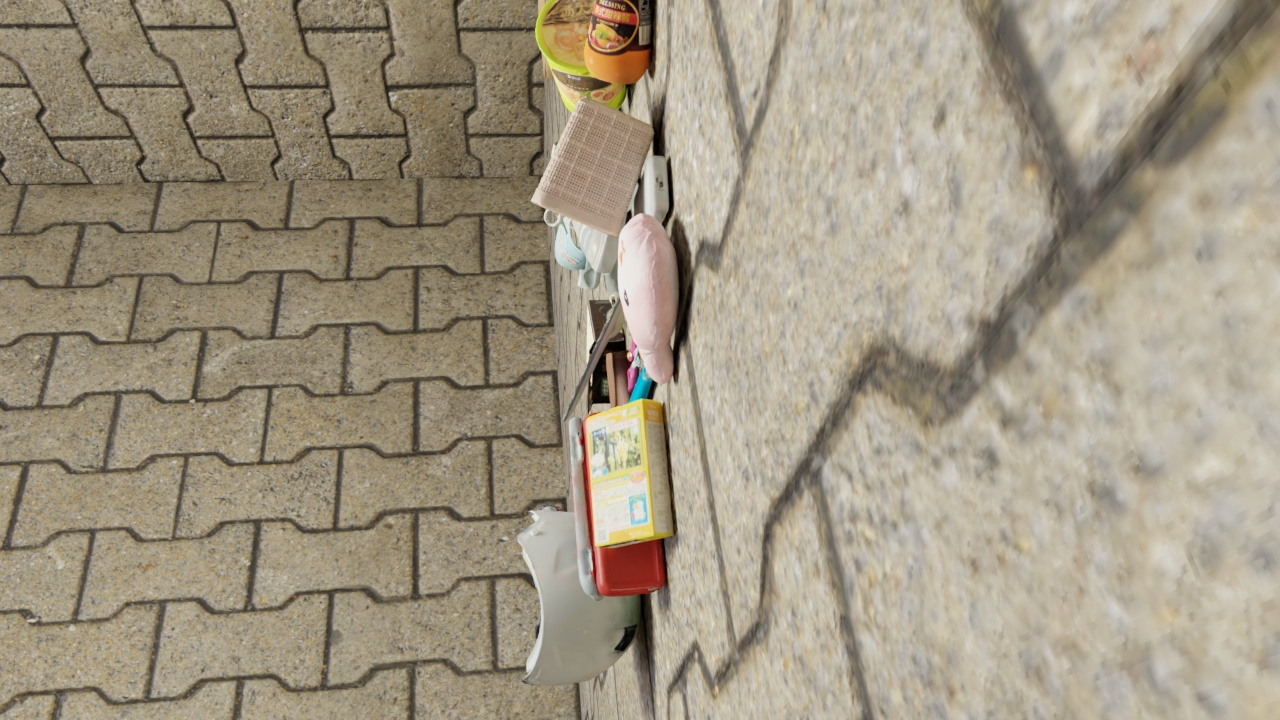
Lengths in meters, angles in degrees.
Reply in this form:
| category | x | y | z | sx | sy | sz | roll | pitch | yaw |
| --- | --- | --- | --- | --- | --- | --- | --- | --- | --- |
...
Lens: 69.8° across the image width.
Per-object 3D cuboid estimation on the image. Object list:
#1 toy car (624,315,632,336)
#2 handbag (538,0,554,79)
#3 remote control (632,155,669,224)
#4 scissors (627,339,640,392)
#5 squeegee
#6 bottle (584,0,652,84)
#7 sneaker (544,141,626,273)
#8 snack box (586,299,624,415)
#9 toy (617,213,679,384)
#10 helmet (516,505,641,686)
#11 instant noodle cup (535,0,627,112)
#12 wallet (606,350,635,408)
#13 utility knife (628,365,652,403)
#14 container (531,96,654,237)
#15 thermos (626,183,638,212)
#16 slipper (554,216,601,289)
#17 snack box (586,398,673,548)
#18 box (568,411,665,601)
| category | x | y | z | sx | sy | sz | roll | pitch | yaw |
| --- | --- | --- | --- | --- | --- | --- | --- | --- | --- |
| toy car | 0.003 | -0.063 | 0.922 | 0.042 | 0.035 | 0.091 | -104 | 16 | -51 |
| handbag | -0.093 | -0.495 | 1.283 | 0.205 | 0.100 | 0.147 | 104 | 170 | -65 |
| remote control | 0.010 | -0.151 | 0.895 | 0.136 | 0.020 | 0.056 | 126 | 141 | -78 |
| scissors | -0.006 | 0.008 | 1.044 | 0.137 | 0.017 | 0.083 | -120 | 35 | -82 |
| squeegee | -0.036 | -0.079 | 1.183 | 0.246 | 0.039 | 0.247 | -91 | 23 | -57 |
| bottle | -0.015 | -0.349 | 0.889 | 0.066 | 0.066 | 0.150 | -104 | 21 | -57 |
| sneaker | -0.074 | -0.210 | 1.182 | 0.241 | 0.090 | 0.090 | -98 | 22 | -43 |
| snack box | -0.054 | -0.006 | 1.292 | 0.125 | 0.053 | 0.113 | -104 | 14 | -52 |
| toy | 0.009 | -0.054 | 0.835 | 0.121 | 0.054 | 0.160 | -103 | 5 | -50 |
| helmet | -0.072 | 0.301 | 1.188 | 0.259 | 0.146 | 0.229 | 84 | -177 | -80 |
| instant noodle cup | -0.056 | -0.342 | 1.051 | 0.123 | 0.112 | 0.111 | 83 | -178 | -72 |
| wallet | -0.022 | 0.039 | 1.168 | 0.124 | 0.032 | 0.101 | 168 | 97 | -83 |
| utility knife | 0.001 | 0.036 | 1.028 | 0.160 | 0.018 | 0.034 | 108 | 172 | -66 |
| container | -0.042 | -0.190 | 0.899 | 0.090 | 0.090 | 0.111 | -89 | 22 | -80 |
| thermos | -0.045 | -0.252 | 1.120 | 0.220 | 0.070 | 0.070 | -101 | 12 | -53 |
| slipper | -0.088 | -0.177 | 1.364 | 0.246 | 0.074 | 0.104 | 105 | 173 | -73 |
| snack box | -0.012 | 0.117 | 0.939 | 0.087 | 0.033 | 0.140 | -22 | 68 | 41 |
| box | -0.034 | 0.162 | 1.022 | 0.102 | 0.095 | 0.201 | 123 | 142 | -68 |
